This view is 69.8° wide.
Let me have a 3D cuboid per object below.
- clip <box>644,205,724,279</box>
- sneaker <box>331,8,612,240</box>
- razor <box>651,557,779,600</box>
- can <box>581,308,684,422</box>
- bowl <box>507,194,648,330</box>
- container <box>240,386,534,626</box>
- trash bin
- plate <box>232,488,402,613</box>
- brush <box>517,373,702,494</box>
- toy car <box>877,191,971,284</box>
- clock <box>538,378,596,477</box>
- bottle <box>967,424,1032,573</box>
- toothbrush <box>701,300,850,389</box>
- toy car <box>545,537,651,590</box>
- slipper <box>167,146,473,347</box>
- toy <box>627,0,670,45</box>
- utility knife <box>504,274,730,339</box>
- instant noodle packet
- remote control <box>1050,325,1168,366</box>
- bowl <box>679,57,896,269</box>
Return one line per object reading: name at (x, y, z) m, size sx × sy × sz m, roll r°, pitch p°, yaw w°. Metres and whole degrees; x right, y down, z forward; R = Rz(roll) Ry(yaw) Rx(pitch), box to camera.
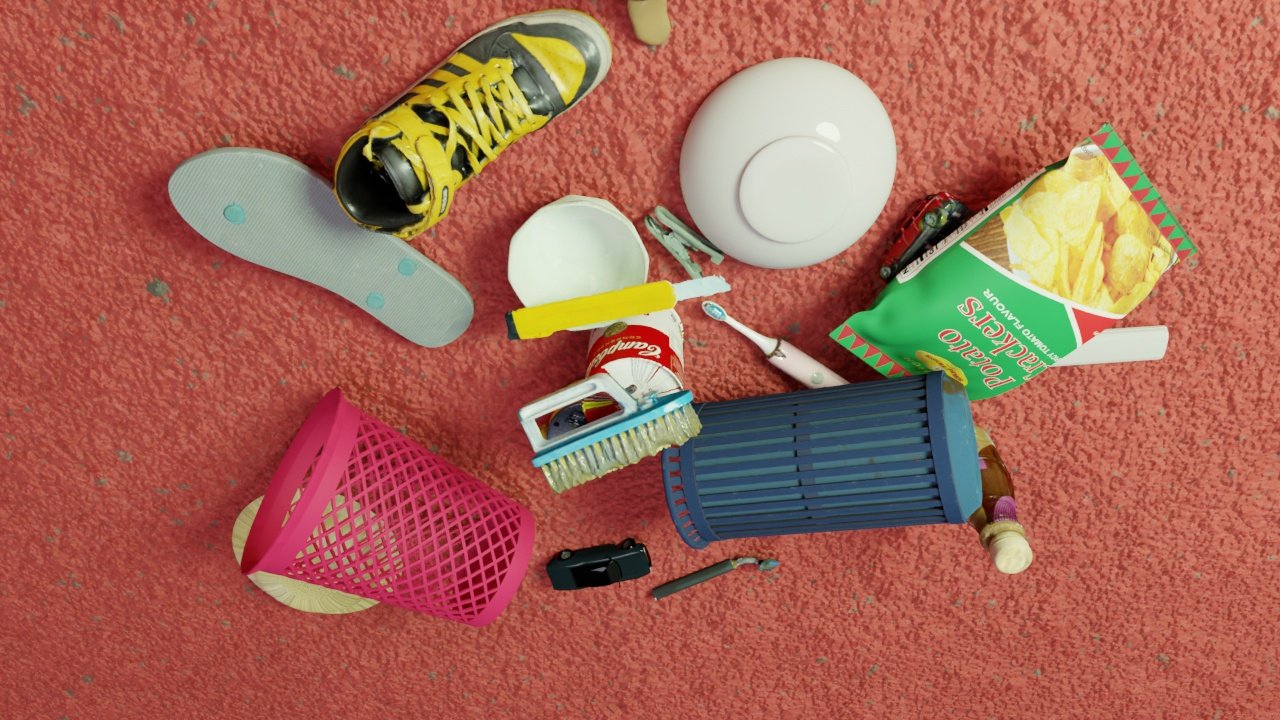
clip at (0.031, -0.097, 0.794) m, size 0.078 × 0.023 × 0.051 m, roll 25°, pitch 118°, yaw -16°
sneaker at (-0.132, -0.177, 0.690) m, size 0.239 × 0.121 × 0.086 m, roll -27°, pitch 119°, yaw 18°
razor at (0.077, 0.234, 0.999) m, size 0.144 × 0.022 × 0.042 m, roll -20°, pitch 159°, yaw 17°
can at (-0.005, 0.005, 0.802) m, size 0.086 × 0.116 × 0.087 m, roll 1°, pitch 122°, yaw 1°
bowl at (-0.051, -0.090, 0.777) m, size 0.117 × 0.061 × 0.118 m, roll 1°, pitch 121°, yaw 1°
container at (-0.229, 0.158, 0.879) m, size 0.225 × 0.183 × 0.184 m, roll 30°, pitch 118°, yaw -24°
trash bin at (0.159, 0.087, 0.802) m, size 0.250 × 0.139 × 0.139 m, roll -9°, pitch 122°, yaw 23°
plate at (-0.354, 0.221, 0.991) m, size 0.184 × 0.036 × 0.185 m, roll 1°, pitch 122°, yaw 1°
brush at (-0.023, 0.047, 0.729) m, size 0.136 × 0.055 × 0.075 m, roll -22°, pitch 97°, yaw 14°
toy car at (0.236, -0.100, 0.774) m, size 0.042 × 0.036 × 0.091 m, roll 7°, pitch 126°, yaw -39°
clock at (-0.053, 0.070, 0.878) m, size 0.083 × 0.057 × 0.119 m, roll 27°, pitch 118°, yaw -16°
bottle at (0.315, 0.125, 0.840) m, size 0.059 × 0.165 × 0.060 m, roll 0°, pitch 121°, yaw 1°
toothbrush at (0.147, 0.005, 0.851) m, size 0.222 × 0.026 × 0.027 m, roll 31°, pitch 94°, yaw -17°
toy car at (-0.045, 0.223, 0.986) m, size 0.112 × 0.034 × 0.046 m, roll -12°, pitch 121°, yaw 8°
slipper at (-0.258, -0.104, 0.787) m, size 0.268 × 0.054 × 0.098 m, roll 31°, pitch 115°, yaw -29°
toy at (0.014, -0.285, 0.635) m, size 0.106 × 0.108 × 0.134 m, roll -28°, pitch 118°, yaw -2°
utility knife at (-0.021, -0.044, 0.757) m, size 0.191 × 0.017 × 0.030 m, roll -9°, pitch 126°, yaw 11°
instant noodle packet at (0.311, -0.056, 0.761) m, size 0.195 × 0.090 × 0.253 m, roll 29°, pitch 122°, yaw -37°
remote control at (0.415, -0.011, 0.843) m, size 0.131 × 0.012 × 0.033 m, roll -4°, pitch 122°, yaw 4°
bowl at (0.120, -0.146, 0.735) m, size 0.176 × 0.066 × 0.177 m, roll 1°, pitch 122°, yaw 1°
